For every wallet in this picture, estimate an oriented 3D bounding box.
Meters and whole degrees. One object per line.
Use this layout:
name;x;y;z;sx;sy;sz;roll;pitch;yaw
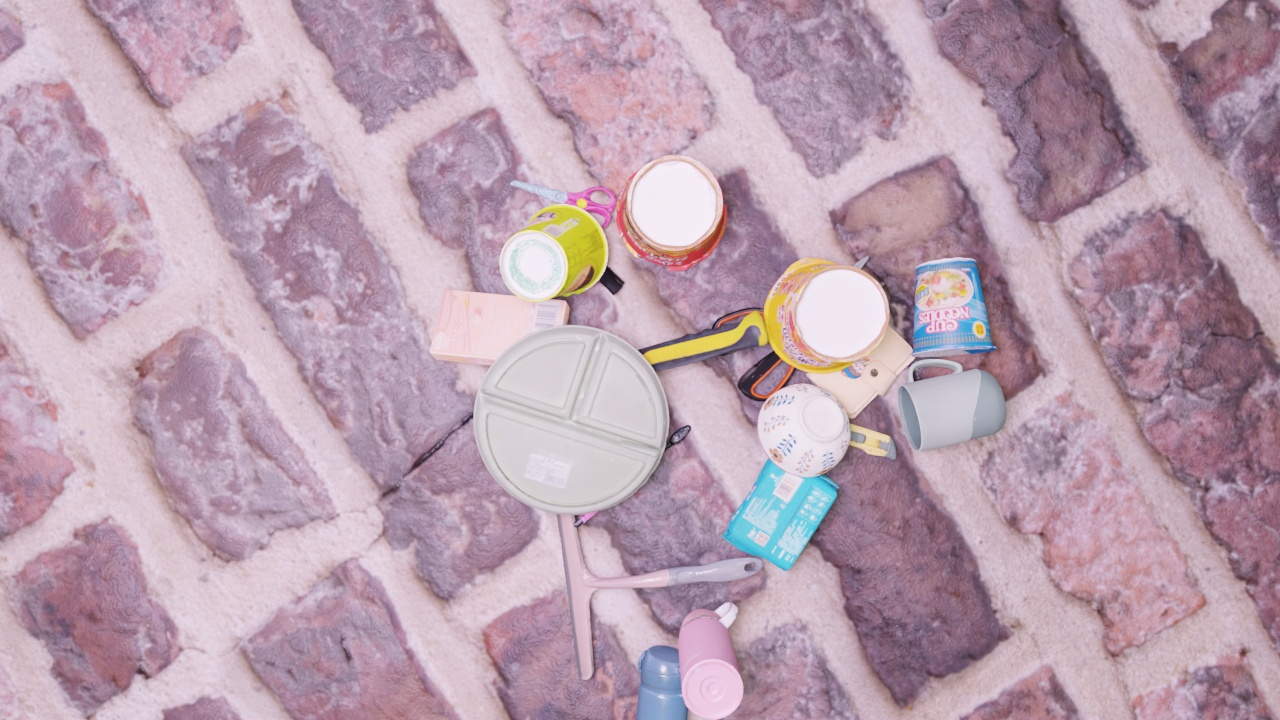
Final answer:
wallet;0.275;0.007;1.131;0.087;0.024;0.115;44;91;-2

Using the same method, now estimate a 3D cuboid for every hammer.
hammer;-0.007;0.006;1.105;0.323;0.032;0.126;-14;78;4

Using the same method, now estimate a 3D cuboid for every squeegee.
squeegee;0.025;0.263;1.118;0.250;0.040;0.247;-8;91;8

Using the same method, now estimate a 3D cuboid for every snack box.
snack box;-0.169;-0.036;1.105;0.157;0.026;0.084;6;73;10

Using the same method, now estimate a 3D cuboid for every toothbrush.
toothbrush;-0.009;0.141;1.126;0.189;0.018;0.014;-40;84;-8

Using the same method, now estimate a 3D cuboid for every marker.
marker;-0.072;-0.134;1.128;0.132;0.020;0.022;46;77;-2

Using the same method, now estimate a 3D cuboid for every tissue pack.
tissue pack;0.171;0.186;1.124;0.093;0.050;0.133;32;92;-2

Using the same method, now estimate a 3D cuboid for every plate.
plate;-0.080;0.073;1.068;0.230;0.027;0.230;0;99;-2

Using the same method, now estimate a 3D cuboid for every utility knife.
utility knife;0.241;0.088;1.141;0.166;0.018;0.031;16;86;4

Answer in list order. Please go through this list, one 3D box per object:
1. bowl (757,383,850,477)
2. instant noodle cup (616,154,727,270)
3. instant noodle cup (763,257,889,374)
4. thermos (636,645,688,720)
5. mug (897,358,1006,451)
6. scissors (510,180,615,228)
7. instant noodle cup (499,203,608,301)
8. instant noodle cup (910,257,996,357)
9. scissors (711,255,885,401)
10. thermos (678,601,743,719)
bowl;0.202;0.076;1.088;0.113;0.062;0.113;6;67;-15
instant noodle cup;0.039;-0.180;1.082;0.138;0.108;0.138;0;92;0
instant noodle cup;0.219;-0.052;1.064;0.138;0.110;0.138;0;90;-1
thermos;0.023;0.466;1.130;0.070;0.070;0.220;4;91;0
mug;0.371;0.046;1.109;0.106;0.082;0.111;-13;61;1
scissors;-0.097;-0.200;1.129;0.133;0.017;0.056;17;101;3
instant noodle cup;-0.106;-0.118;1.063;0.112;0.123;0.112;4;107;12
instant noodle cup;0.369;-0.063;1.098;0.099;0.099;0.110;-4;84;0
scissors;0.199;-0.036;1.133;0.229;0.021;0.190;-4;96;-3
thermos;0.084;0.335;1.056;0.087;0.198;0.067;-44;90;3
